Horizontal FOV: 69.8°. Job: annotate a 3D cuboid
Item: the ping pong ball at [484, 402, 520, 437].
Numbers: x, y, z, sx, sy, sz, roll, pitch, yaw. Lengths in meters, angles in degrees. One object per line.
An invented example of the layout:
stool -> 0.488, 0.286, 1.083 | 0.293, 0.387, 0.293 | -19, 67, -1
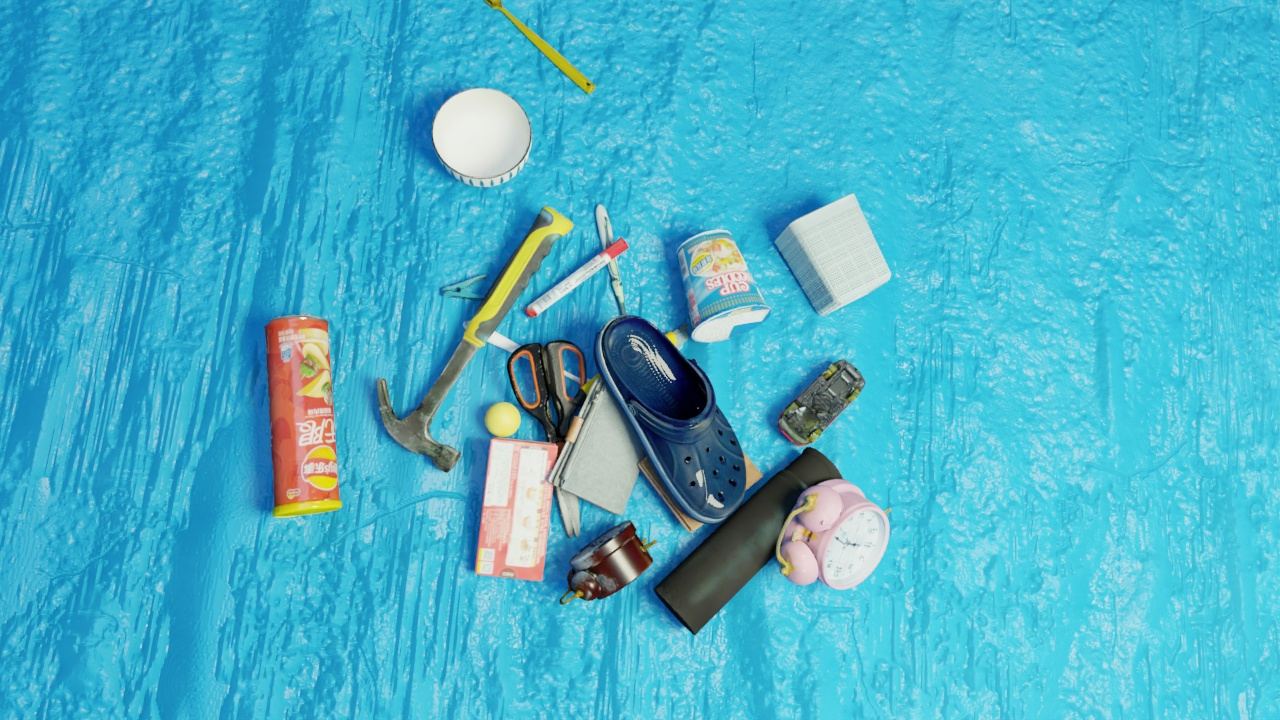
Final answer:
ping pong ball -> -0.157, 0.067, 1.046 | 0.040, 0.040, 0.040 | 1, 78, -5

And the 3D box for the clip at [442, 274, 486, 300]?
clip -> -0.208, -0.084, 1.088 | 0.055, 0.013, 0.034 | -12, 78, -7

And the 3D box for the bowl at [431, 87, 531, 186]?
bowl -> -0.188, -0.259, 1.099 | 0.116, 0.066, 0.116 | 1, 78, -6

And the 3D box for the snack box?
snack box -> -0.138, 0.165, 1.021 | 0.075, 0.025, 0.153 | 6, 89, -5

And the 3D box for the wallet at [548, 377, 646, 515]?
wallet -> -0.040, 0.097, 1.039 | 0.106, 0.037, 0.129 | 31, 75, -32

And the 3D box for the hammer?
hammer -> -0.186, -0.040, 1.059 | 0.126, 0.032, 0.323 | 32, 83, 3

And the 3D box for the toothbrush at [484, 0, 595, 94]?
toothbrush -> -0.129, -0.405, 1.161 | 0.190, 0.017, 0.015 | 43, 78, 4

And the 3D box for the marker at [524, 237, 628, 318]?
marker -> -0.076, -0.098, 1.092 | 0.145, 0.017, 0.017 | -37, 84, -3

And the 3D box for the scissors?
scissors -> -0.109, 0.091, 1.049 | 0.139, 0.022, 0.235 | 13, 83, -10

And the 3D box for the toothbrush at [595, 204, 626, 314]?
toothbrush -> -0.029, -0.100, 1.105 | 0.016, 0.018, 0.191 | -11, 80, -7

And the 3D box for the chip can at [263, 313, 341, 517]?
chip can -> -0.373, 0.061, 1.013 | 0.073, 0.073, 0.216 | -6, 78, -6

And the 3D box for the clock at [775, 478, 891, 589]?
clock -> 0.204, 0.192, 1.002 | 0.158, 0.060, 0.117 | 13, 101, -36

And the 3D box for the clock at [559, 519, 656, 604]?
clock -> -0.041, 0.226, 1.004 | 0.121, 0.082, 0.055 | -35, 89, -13

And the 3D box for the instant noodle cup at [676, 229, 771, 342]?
instant noodle cup -> 0.090, -0.090, 1.080 | 0.099, 0.099, 0.110 | -15, 73, -8

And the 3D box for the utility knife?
utility knife -> -0.006, 0.006, 1.072 | 0.176, 0.015, 0.033 | -35, 106, -23

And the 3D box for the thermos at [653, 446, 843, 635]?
thermos -> 0.131, 0.207, 1.033 | 0.242, 0.068, 0.090 | -40, 106, -12

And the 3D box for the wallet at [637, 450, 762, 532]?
wallet -> 0.070, 0.126, 1.056 | 0.115, 0.020, 0.101 | -35, 82, -24

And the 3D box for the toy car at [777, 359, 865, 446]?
toy car -> 0.212, 0.052, 1.081 | 0.120, 0.045, 0.053 | -41, 82, -17

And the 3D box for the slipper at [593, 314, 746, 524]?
slipper -> 0.045, 0.055, 1.000 | 0.105, 0.095, 0.253 | -33, 90, -26

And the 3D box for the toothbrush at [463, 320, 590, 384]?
toothbrush -> -0.127, -0.005, 1.077 | 0.180, 0.016, 0.016 | 26, 78, 1

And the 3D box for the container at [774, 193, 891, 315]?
container -> 0.232, -0.123, 1.099 | 0.090, 0.090, 0.111 | -26, 84, -10
